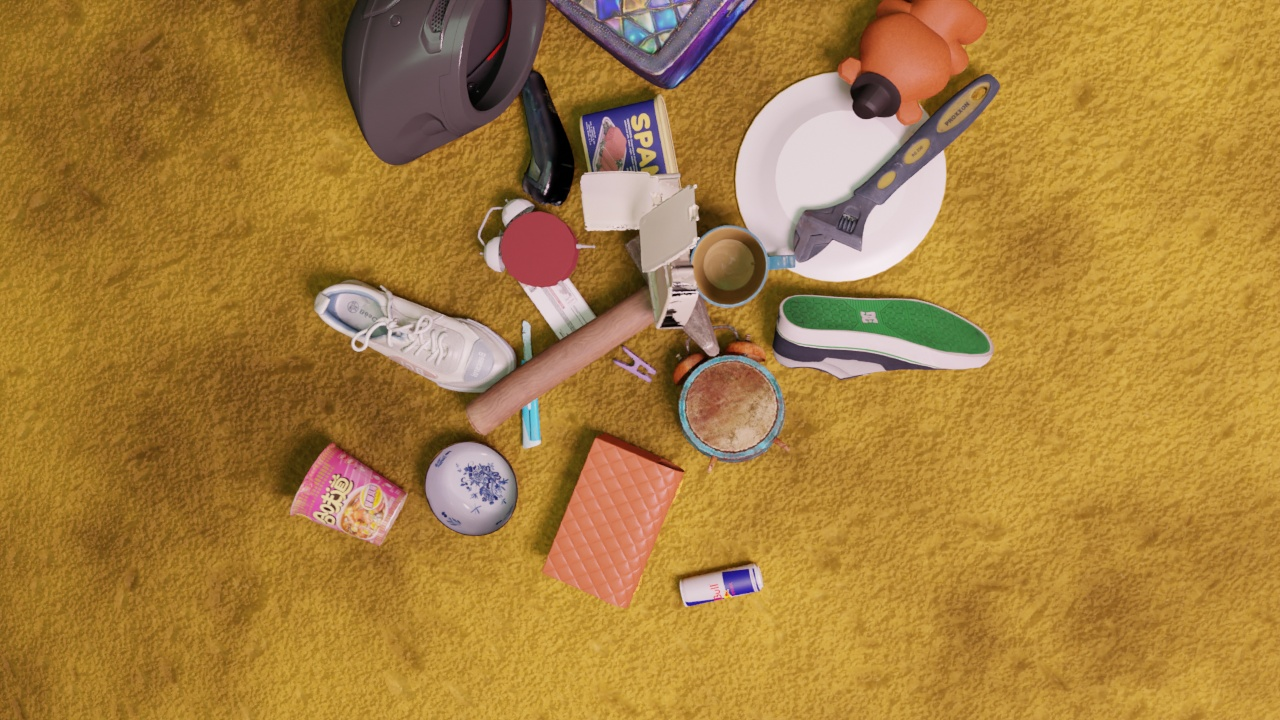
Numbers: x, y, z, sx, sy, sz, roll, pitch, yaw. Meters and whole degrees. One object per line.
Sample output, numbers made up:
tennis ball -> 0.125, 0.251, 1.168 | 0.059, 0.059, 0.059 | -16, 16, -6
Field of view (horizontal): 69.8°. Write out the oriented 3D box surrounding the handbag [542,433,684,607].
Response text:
handbag -> -0.028, 0.185, 1.067 | 0.109, 0.060, 0.172 | 23, 96, 10

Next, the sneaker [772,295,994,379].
sneaker -> 0.261, -0.015, 1.006 | 0.235, 0.084, 0.079 | 6, 133, -1

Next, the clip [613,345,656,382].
clip -> -0.005, 0.004, 1.068 | 0.052, 0.013, 0.035 | 30, 101, 1

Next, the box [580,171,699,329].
box -> -0.003, -0.126, 0.899 | 0.106, 0.193, 0.143 | -5, 68, -10

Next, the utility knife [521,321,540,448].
utility knife -> -0.134, 0.029, 1.088 | 0.022, 0.015, 0.151 | -4, 94, 9

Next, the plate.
plate -> 0.219, -0.201, 1.008 | 0.230, 0.021, 0.230 | 1, 97, 8

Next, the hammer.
hammer -> -0.066, -0.005, 1.028 | 0.301, 0.037, 0.158 | -33, 70, 8

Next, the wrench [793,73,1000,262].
wrench -> 0.270, -0.200, 0.978 | 0.274, 0.022, 0.073 | -44, 83, 11

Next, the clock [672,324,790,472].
clock -> 0.097, 0.038, 1.029 | 0.121, 0.073, 0.157 | -16, 79, 4

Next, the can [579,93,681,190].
can -> -0.010, -0.226, 1.019 | 0.092, 0.056, 0.116 | -10, 95, 10

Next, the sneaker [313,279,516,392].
sneaker -> -0.264, -0.024, 1.060 | 0.242, 0.090, 0.089 | 23, 98, 4

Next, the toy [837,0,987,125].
toy -> 0.280, -0.322, 0.949 | 0.112, 0.096, 0.175 | 40, 70, 1

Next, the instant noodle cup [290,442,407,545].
instant noodle cup -> -0.343, 0.165, 1.097 | 0.108, 0.097, 0.098 | 28, 99, -5

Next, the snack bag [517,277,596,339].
snack bag -> -0.102, -0.079, 1.069 | 0.057, 0.013, 0.158 | -36, 90, 7

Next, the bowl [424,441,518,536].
bowl -> -0.195, 0.148, 1.093 | 0.114, 0.045, 0.114 | 1, 97, 8

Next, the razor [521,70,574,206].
razor -> -0.115, -0.249, 1.037 | 0.067, 0.053, 0.151 | -14, 89, 26

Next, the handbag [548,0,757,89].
handbag -> 0.021, -0.423, 0.956 | 0.205, 0.125, 0.222 | 38, 102, 2

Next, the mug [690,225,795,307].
mug -> 0.111, -0.103, 0.993 | 0.112, 0.104, 0.084 | -4, 96, 6

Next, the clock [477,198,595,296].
clock -> -0.122, -0.129, 1.038 | 0.124, 0.044, 0.087 | 27, 94, 3

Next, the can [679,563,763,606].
can -> 0.095, 0.263, 1.075 | 0.095, 0.032, 0.032 | -15, 95, 9

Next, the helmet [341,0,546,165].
helmet -> -0.225, -0.335, 0.980 | 0.170, 0.164, 0.264 | 22, 89, 19
